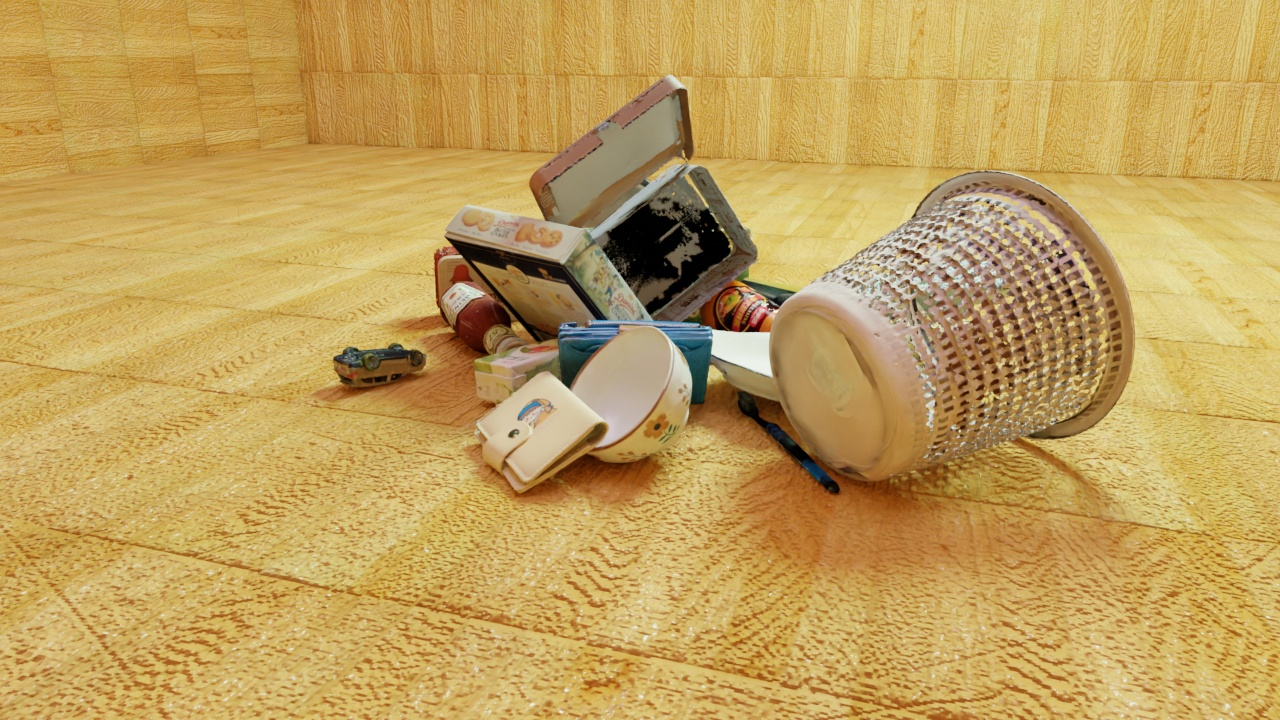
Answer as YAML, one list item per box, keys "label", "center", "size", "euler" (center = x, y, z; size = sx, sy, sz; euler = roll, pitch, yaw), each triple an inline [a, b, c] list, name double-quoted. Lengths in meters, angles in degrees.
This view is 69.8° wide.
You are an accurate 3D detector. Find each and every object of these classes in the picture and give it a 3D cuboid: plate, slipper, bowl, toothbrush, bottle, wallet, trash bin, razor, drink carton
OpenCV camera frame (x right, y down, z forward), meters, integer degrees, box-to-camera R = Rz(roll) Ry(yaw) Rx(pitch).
- label: "plate"
  center: [0.134, 0.009, 0.854]
  size: [0.163, 0.034, 0.164]
  euler: [2, 17, -31]
- label: "slipper"
  center: [0.297, -0.058, 1.041]
  size: [0.246, 0.074, 0.103]
  euler: [-10, 16, 22]
- label: "bowl"
  center: [-0.002, 0.035, 0.728]
  size: [0.062, 0.113, 0.113]
  euler: [39, -7, -35]
- label: "toothbrush"
  center: [0.117, 0.063, 0.752]
  size: [0.014, 0.016, 0.189]
  euler: [-12, 22, -12]
- label: "bottle"
  center: [0.132, -0.039, 0.999]
  size: [0.066, 0.067, 0.149]
  euler: [-14, 30, -37]
- label: "wallet"
  center: [-0.083, 0.054, 0.713]
  size: [0.087, 0.024, 0.115]
  euler: [-39, 34, -10]
- label: "bottle"
  center: [-0.163, -0.034, 0.972]
  size: [0.059, 0.060, 0.206]
  euler: [-8, 21, -24]
- label: "trash bin"
  center: [0.216, -0.011, 0.705]
  size: [0.191, 0.228, 0.227]
  euler: [-22, 26, -23]
- label: "razor"
  center: [0.174, -0.064, 1.029]
  size: [0.067, 0.062, 0.168]
  euler: [-36, 34, -23]
- label: "wallet"
  center: [-0.005, 0.005, 0.807]
  size: [0.133, 0.107, 0.040]
  euler: [-1, 53, -2]
- label: "drink carton"
  center: [-0.093, 0.010, 0.861]
  size: [0.054, 0.045, 0.122]
  euler: [9, 19, 38]

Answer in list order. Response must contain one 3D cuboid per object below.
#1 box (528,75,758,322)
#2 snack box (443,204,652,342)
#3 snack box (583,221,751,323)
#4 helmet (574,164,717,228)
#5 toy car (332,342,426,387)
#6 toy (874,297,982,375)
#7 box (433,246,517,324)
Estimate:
- label: "box"
  center: [0.001, -0.151, 0.960]
  size: [0.179, 0.274, 0.126]
  euler: [-39, 46, -6]
- label: "snack box"
  center: [-0.081, -0.068, 0.912]
  size: [0.178, 0.182, 0.045]
  euler: [18, 65, 41]
- label: "snack box"
  center: [0.011, -0.100, 1.088]
  size: [0.239, 0.114, 0.063]
  euler: [-6, 19, -18]
- label: "helmet"
  center: [-0.023, -0.179, 1.242]
  size: [0.230, 0.157, 0.274]
  euler: [32, -1, -14]
- label: "toy car"
  center: [-0.252, 0.004, 0.895]
  size: [0.042, 0.035, 0.090]
  euler: [18, 20, 39]
- label: "toy"
  center: [0.268, -0.016, 0.936]
  size: [0.157, 0.066, 0.105]
  euler: [-5, 51, -4]
- label: "box"
  center: [-0.166, -0.101, 1.124]
  size: [0.168, 0.091, 0.079]
  euler: [-5, 23, -17]
